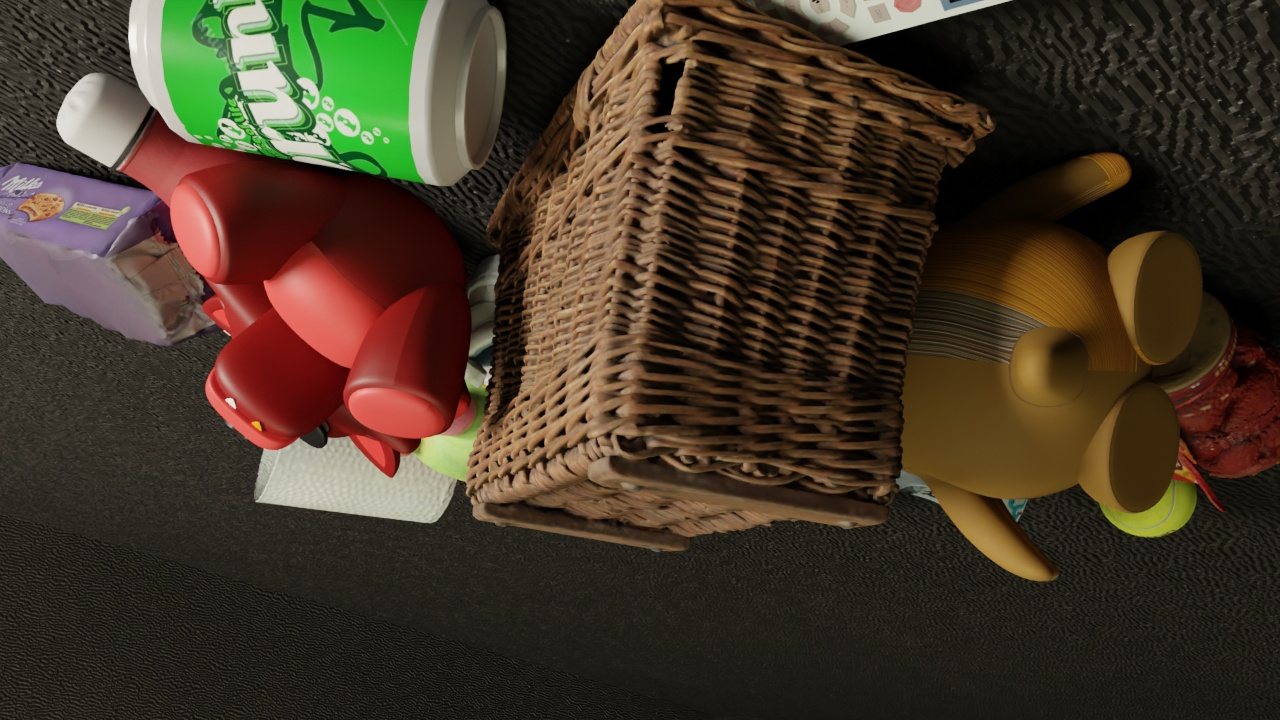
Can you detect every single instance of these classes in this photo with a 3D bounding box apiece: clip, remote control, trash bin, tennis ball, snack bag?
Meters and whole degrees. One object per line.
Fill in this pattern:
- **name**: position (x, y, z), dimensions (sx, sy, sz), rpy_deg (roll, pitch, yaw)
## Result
- **clip**: position (0.187, 0.051, 0.703), dimensions (0.167, 0.127, 0.028), rpy_deg (12, 157, -21)
- **remote control**: position (0.072, -0.146, 0.349), dimensions (0.144, 0.024, 0.049), rpy_deg (-5, 155, 33)
- **trash bin**: position (-0.260, 0.085, 0.864), dimensions (0.161, 0.133, 0.134), rpy_deg (18, 155, -26)
- **tennis ball**: position (0.377, 0.099, 0.684), dimensions (0.065, 0.065, 0.065), rpy_deg (9, 155, 4)
- **snack bag**: position (-0.356, -0.067, 0.592), dimensions (0.206, 0.058, 0.096), rpy_deg (13, 141, 30)

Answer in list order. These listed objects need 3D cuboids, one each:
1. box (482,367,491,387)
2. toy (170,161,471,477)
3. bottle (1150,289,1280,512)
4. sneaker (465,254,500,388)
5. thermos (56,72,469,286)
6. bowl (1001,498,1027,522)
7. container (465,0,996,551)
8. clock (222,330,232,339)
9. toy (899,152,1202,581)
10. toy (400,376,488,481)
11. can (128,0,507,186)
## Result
- **box**: position (-0.016, 0.015, 0.681), dimensions (0.209, 0.064, 0.033), rpy_deg (16, 168, -9)
- **toy**: position (-0.165, -0.011, 0.477), dimensions (0.158, 0.120, 0.198), rpy_deg (42, 144, -8)
- **bottle**: position (0.309, 0.022, 0.519), dimensions (0.111, 0.098, 0.099), rpy_deg (35, 146, -33)
- **sneaker**: position (-0.004, 0.004, 0.619), dimensions (0.242, 0.090, 0.090), rpy_deg (13, 154, -4)
- **thermos**: position (-0.215, -0.084, 0.544), dimensions (0.073, 0.073, 0.239), rpy_deg (-15, 143, 44)
- **bowl**: position (0.212, 0.046, 0.608), dimensions (0.074, 0.144, 0.144), rpy_deg (-42, 135, 10)
- **container**: position (0.016, -0.012, 0.437), dimensions (0.162, 0.183, 0.251), rpy_deg (14, 161, -20)
- **clock**: position (-0.238, -0.041, 0.648), dimensions (0.154, 0.064, 0.115), rpy_deg (40, 145, -20)
- **toy**: position (0.163, -0.003, 0.485), dimensions (0.162, 0.198, 0.204), rpy_deg (8, -179, -36)
- **toy**: position (-0.108, 0.060, 0.791), dimensions (0.193, 0.096, 0.236), rpy_deg (-17, 157, 42)
- **can**: position (-0.135, -0.129, 0.399), dimensions (0.140, 0.087, 0.088), rpy_deg (10, 155, 2)
